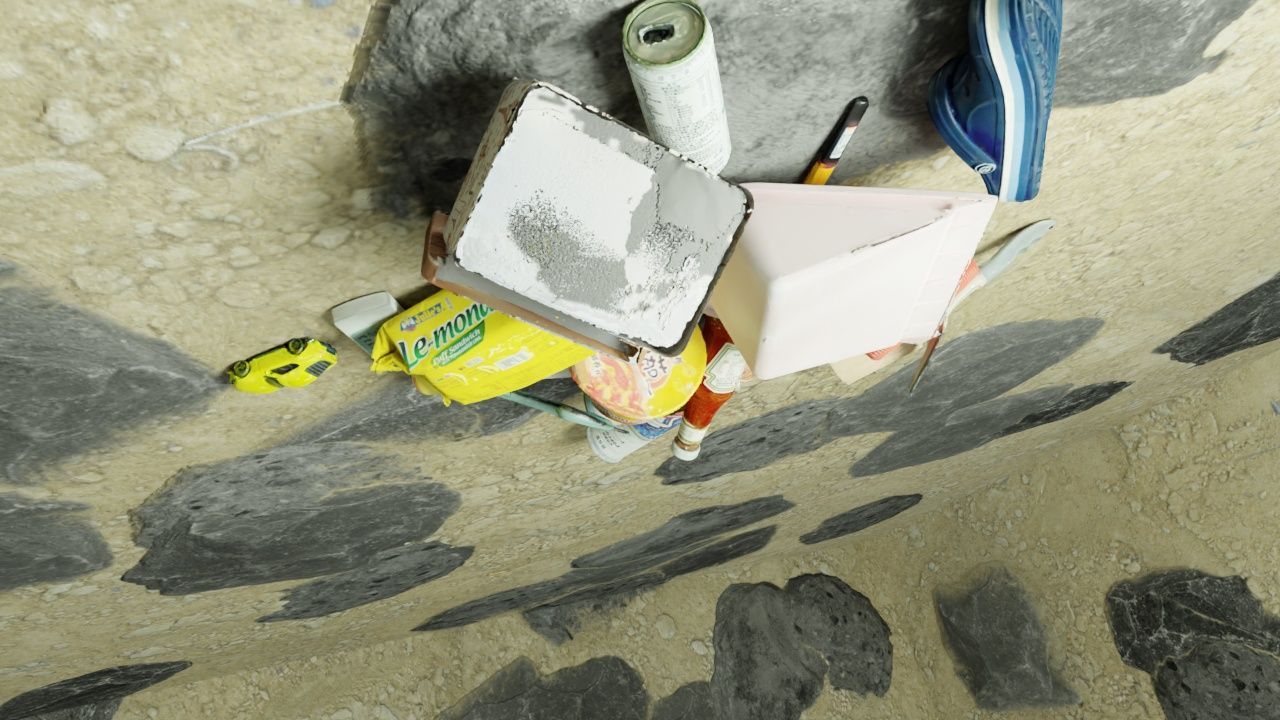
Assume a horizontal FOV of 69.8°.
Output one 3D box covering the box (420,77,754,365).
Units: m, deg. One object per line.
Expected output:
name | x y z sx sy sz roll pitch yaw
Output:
box | -0.049 -0.098 0.677 0.183 0.193 0.157 24 100 -22

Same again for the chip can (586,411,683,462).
chip can | 0.024 0.063 1.226 0.215 0.071 0.071 -33 154 35

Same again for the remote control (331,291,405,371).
remote control | -0.242 -0.025 0.877 0.056 0.019 0.135 -17 159 1

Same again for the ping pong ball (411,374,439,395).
ping pong ball | -0.220 0.016 0.967 0.040 0.040 0.040 -15 159 -6

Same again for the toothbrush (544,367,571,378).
toothbrush | -0.106 0.008 1.053 0.220 0.026 0.027 -3 166 -32

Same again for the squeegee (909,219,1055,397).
squeegee | 0.402 -0.089 1.091 0.246 0.039 0.246 -46 162 -7

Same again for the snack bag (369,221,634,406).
snack bag | -0.116 -0.030 0.870 0.247 0.068 0.158 -26 157 9

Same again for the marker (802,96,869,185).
marker | 0.170 -0.186 0.804 0.018 0.015 0.124 -11 155 -19

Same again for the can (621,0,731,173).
can | 0.028 -0.183 0.640 0.058 0.058 0.147 -19 159 5

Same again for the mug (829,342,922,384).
mug | 0.295 -0.036 1.173 0.104 0.084 0.124 -29 -170 25

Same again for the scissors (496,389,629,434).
scissors | -0.097 0.053 1.024 0.179 0.019 0.170 16 177 11

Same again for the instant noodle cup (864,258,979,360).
instant noodle cup | 0.289 -0.074 1.011 0.164 0.079 0.189 -37 172 -33

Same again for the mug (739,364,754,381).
mug | 0.151 -0.032 1.061 0.114 0.081 0.106 20 139 -32

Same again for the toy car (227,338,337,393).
toy car | -0.341 0.011 0.875 0.105 0.032 0.048 -19 159 9

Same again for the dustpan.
dustpan | 0.163 -0.097 0.869 0.273 0.138 0.223 -17 149 -13

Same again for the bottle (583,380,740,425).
bottle | 0.026 0.035 1.119 0.190 0.068 0.068 -11 161 17

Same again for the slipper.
slipper | 0.276 -0.212 0.719 0.095 0.105 0.253 4 161 24

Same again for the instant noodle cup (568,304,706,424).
instant noodle cup | -0.006 0.006 0.993 0.138 0.138 0.110 -13 167 -10

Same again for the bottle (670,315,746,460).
bottle | 0.077 0.030 1.036 0.059 0.059 0.207 -5 132 -28
